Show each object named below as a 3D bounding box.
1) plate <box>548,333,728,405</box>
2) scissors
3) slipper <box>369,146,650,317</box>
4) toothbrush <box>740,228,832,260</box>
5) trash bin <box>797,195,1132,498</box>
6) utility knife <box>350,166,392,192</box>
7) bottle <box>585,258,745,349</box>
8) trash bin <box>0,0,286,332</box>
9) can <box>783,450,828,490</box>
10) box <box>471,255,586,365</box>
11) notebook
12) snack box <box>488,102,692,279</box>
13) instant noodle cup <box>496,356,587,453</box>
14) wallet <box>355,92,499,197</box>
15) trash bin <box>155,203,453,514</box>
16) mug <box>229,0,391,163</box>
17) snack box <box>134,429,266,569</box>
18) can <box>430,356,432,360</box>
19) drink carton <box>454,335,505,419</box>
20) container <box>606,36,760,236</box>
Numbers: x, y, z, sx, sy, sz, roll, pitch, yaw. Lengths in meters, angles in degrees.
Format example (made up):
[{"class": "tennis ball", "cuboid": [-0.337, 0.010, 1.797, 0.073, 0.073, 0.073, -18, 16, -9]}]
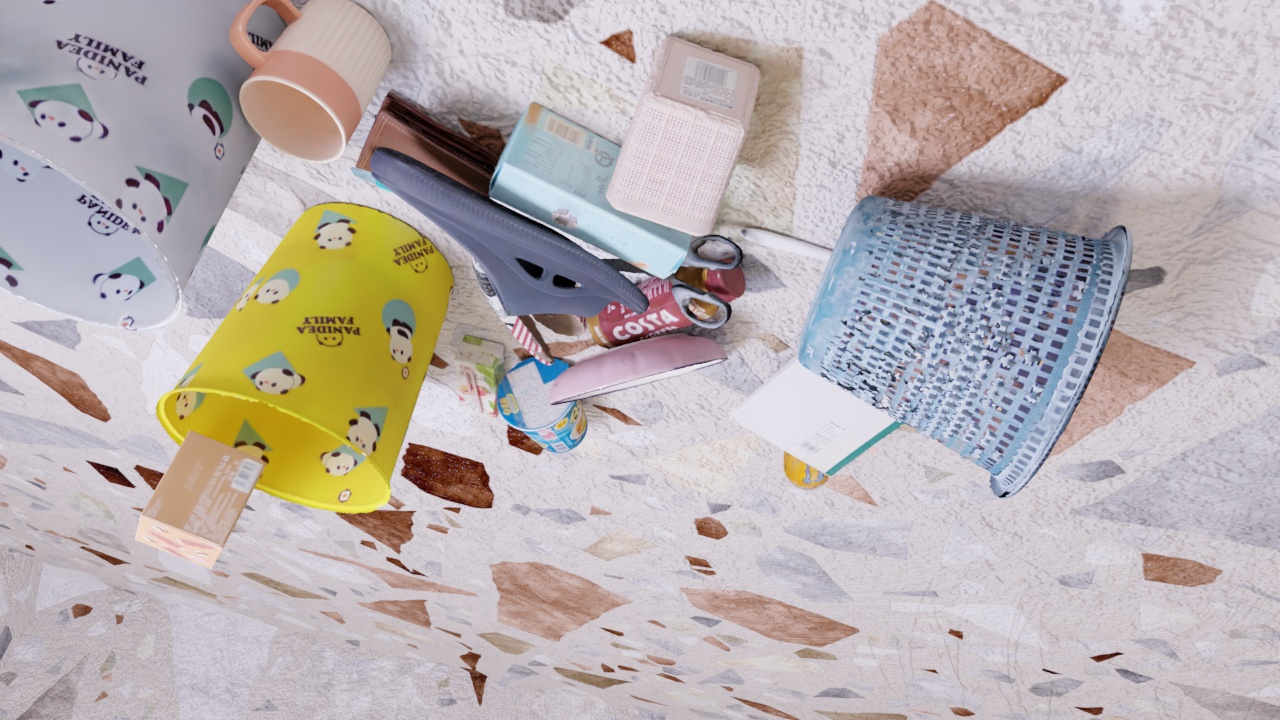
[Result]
[{"class": "plate", "cuboid": [-0.006, 0.006, 0.959, 0.192, 0.039, 0.192, -14, 177, -1]}, {"class": "scissors", "cuboid": [0.016, -0.082, 0.853, 0.165, 0.014, 0.162, -29, 85, 29]}, {"class": "slipper", "cuboid": [-0.119, -0.091, 0.799, 0.268, 0.083, 0.110, 27, -172, -24]}, {"class": "toothbrush", "cuboid": [0.176, -0.090, 0.828, 0.180, 0.016, 0.016, 16, 143, 0]}, {"class": "trash bin", "cuboid": [0.241, -0.032, 0.733, 0.195, 0.226, 0.227, 23, 150, 13]}, {"class": "utility knife", "cuboid": [-0.177, -0.147, 0.837, 0.174, 0.013, 0.029, 15, 155, -20]}, {"class": "bottle", "cuboid": [0.024, -0.057, 0.906, 0.175, 0.057, 0.057, -18, 135, 42]}, {"class": "trash bin", "cuboid": [-0.408, -0.188, 0.712, 0.230, 0.251, 0.230, 12, 147, 7]}, {"class": "can", "cuboid": [0.195, 0.094, 1.062, 0.058, 0.058, 0.146, 7, 147, 13]}, {"class": "box", "cuboid": [-0.110, -0.071, 0.955, 0.086, 0.076, 0.163, -34, 135, 1]}, {"class": "notebook", "cuboid": [0.214, 0.033, 0.940, 0.150, 0.012, 0.210, 31, 126, -22]}, {"class": "snack box", "cuboid": [-0.036, -0.143, 0.784, 0.175, 0.074, 0.052, 24, 148, -13]}, {"class": "instant noodle cup", "cuboid": [-0.111, 0.063, 1.124, 0.099, 0.099, 0.110, 5, 153, 16]}, {"class": "wallet", "cuboid": [-0.193, -0.179, 0.842, 0.124, 0.032, 0.101, 28, 149, -18]}, {"class": "trash bin", "cuboid": [-0.321, -0.008, 0.946, 0.230, 0.254, 0.230, 12, 148, 7]}, {"class": "mug", "cuboid": [-0.261, -0.232, 0.716, 0.082, 0.105, 0.114, -11, 139, 35]}, {"class": "snack box", "cuboid": [-0.423, 0.135, 0.883, 0.077, 0.092, 0.095, 28, 146, -17]}, {"class": "can", "cuboid": [-0.312, 0.028, 1.132, 0.075, 0.111, 0.075, 11, 148, 7]}, {"class": "drink carton", "cuboid": [-0.198, 0.024, 1.138, 0.053, 0.045, 0.123, 15, 148, 3]}, {"class": "container", "cuboid": [0.034, -0.172, 0.699, 0.090, 0.089, 0.111, 18, 145, -4]}]
